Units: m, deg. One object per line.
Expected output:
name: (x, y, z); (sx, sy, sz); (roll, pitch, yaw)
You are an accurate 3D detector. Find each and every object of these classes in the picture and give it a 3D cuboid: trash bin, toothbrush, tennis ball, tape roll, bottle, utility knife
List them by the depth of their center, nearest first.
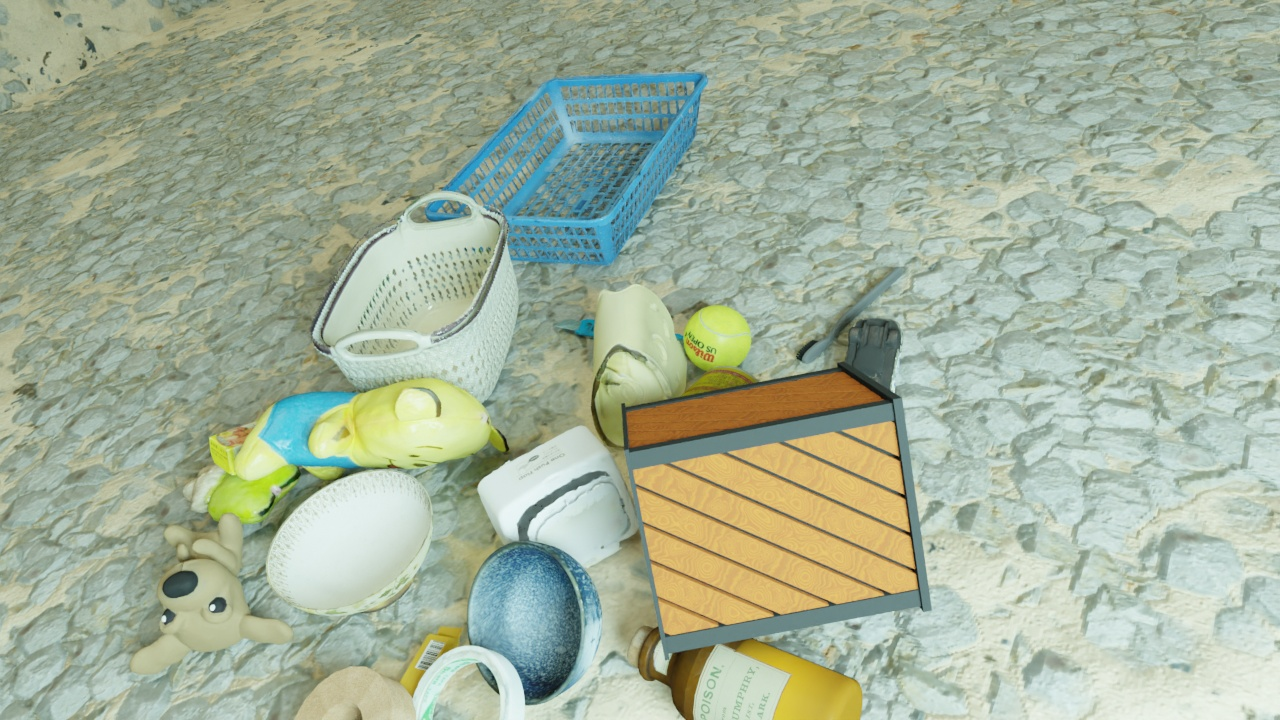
bottle: (0.062, 0.217, 0.610); (0.157, 0.068, 0.067); (13, 48, 31)
trash bin: (0.085, 0.095, 0.637); (0.172, 0.140, 0.139); (-11, 9, 0)
tape roll: (-0.124, 0.250, 0.645); (0.094, 0.018, 0.093); (-18, 55, 27)
tape roll: (-0.206, 0.268, 0.652); (0.094, 0.027, 0.093); (-17, 50, 20)
tennis ball: (0.074, -0.021, 0.887); (0.065, 0.065, 0.065); (-10, 40, 8)
toothbrush: (0.212, -0.047, 0.912); (0.167, 0.013, 0.013); (-39, 36, -25)
utility knife: (-0.017, -0.028, 0.969); (0.175, 0.015, 0.031); (9, 41, 30)

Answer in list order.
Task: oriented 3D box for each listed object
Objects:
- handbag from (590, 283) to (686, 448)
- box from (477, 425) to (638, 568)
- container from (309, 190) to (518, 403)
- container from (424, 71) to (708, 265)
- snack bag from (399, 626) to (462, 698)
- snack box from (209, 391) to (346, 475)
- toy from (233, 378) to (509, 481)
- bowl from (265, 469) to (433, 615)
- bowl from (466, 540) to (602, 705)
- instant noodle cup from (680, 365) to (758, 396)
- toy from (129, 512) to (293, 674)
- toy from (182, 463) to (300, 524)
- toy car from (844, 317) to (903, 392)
handbag: (-0.005, 0.005, 0.848); (0.081, 0.111, 0.119); (-8, 40, 10)
box: (-0.056, 0.128, 0.728); (0.107, 0.102, 0.095); (-28, 30, -14)
container: (-0.224, -0.053, 0.970); (0.185, 0.143, 0.251); (-5, 40, 11)
container: (-0.077, -0.250, 1.191); (0.257, 0.089, 0.361); (6, 44, 25)
snack bag: (-0.166, 0.245, 0.693); (0.026, 0.020, 0.099); (1, 42, 28)
snack box: (-0.348, 0.070, 0.915); (0.040, 0.029, 0.147); (20, 29, 38)
toy: (-0.242, 0.062, 0.845); (0.214, 0.149, 0.084); (-10, 82, 12)
bowl: (-0.234, 0.166, 0.776); (0.145, 0.063, 0.145); (-10, 40, 9)
bowl: (-0.068, 0.192, 0.680); (0.115, 0.060, 0.114); (-7, 78, 35)
instant noodle cup: (0.058, 0.063, 0.782); (0.100, 0.100, 0.112); (7, 36, 26)
toy: (-0.363, 0.191, 0.773); (0.134, 0.106, 0.108); (-13, 50, -1)
toy: (-0.395, 0.125, 0.897); (0.118, 0.043, 0.092); (0, 35, 22)
toy car: (0.207, 0.013, 0.827); (0.048, 0.040, 0.112); (5, 62, 24)
